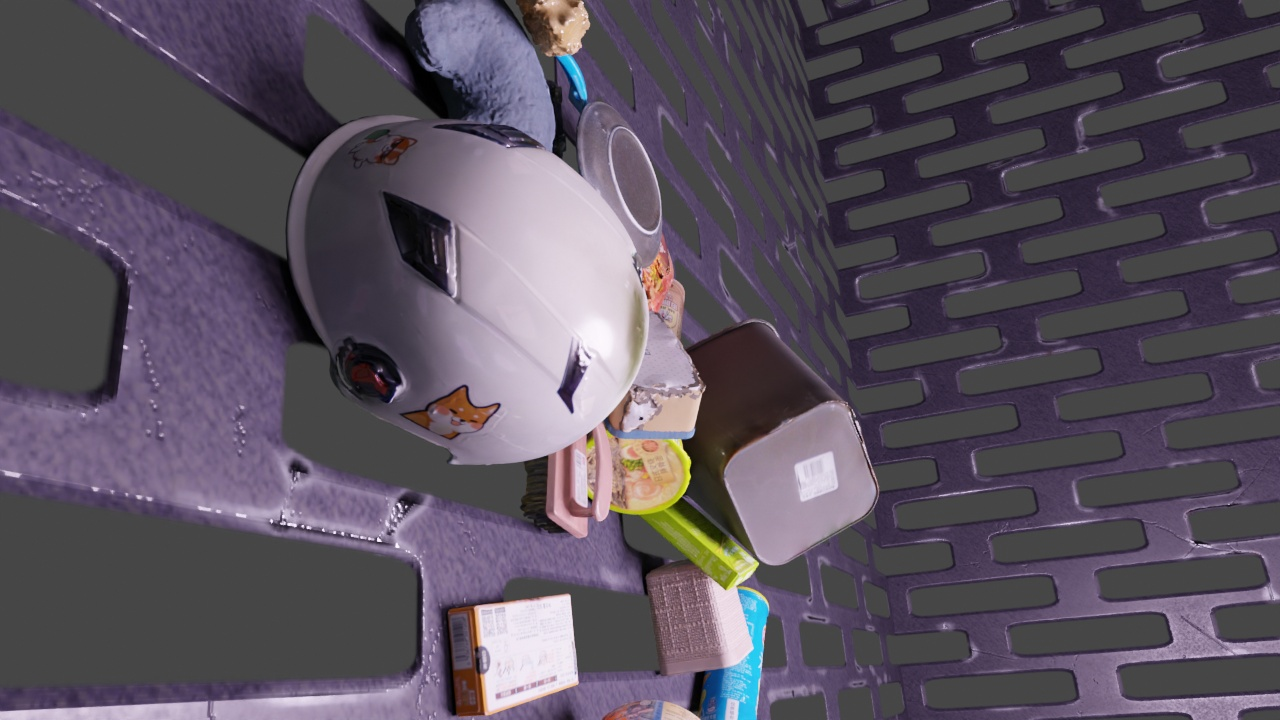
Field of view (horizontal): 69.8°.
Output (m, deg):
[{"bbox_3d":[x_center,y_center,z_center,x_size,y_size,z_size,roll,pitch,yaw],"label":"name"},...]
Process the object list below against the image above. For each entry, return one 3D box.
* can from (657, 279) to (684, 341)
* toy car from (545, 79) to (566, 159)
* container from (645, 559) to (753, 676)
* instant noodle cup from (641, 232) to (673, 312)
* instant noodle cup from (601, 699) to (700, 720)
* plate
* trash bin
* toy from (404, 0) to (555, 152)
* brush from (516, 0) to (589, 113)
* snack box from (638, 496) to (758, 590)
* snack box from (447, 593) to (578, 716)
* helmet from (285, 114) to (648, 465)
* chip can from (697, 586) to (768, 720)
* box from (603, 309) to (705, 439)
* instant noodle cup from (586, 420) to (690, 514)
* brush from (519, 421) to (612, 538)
[{"bbox_3d":[0.022,-0.047,1.124,0.116,0.059,0.058,-82,152,-43],"label":"can"},{"bbox_3d":[-0.099,-0.243,0.938,0.034,0.043,0.090,120,-35,-79],"label":"toy car"},{"bbox_3d":[0.063,0.278,1.016,0.089,0.090,0.111,8,68,-68],"label":"container"},{"bbox_3d":[-0.028,-0.140,1.015,0.164,0.079,0.189,-62,135,-59],"label":"instant noodle cup"},{"bbox_3d":[0.004,0.358,0.745,0.111,0.151,0.151,-43,120,-76],"label":"instant noodle cup"},{"bbox_3d":[-0.012,-0.182,0.943,0.179,0.024,0.179,37,47,-53],"label":"plate"},{"bbox_3d":[0.135,0.091,1.025,0.199,0.198,0.220,65,-9,-24],"label":"trash bin"},{"bbox_3d":[-0.137,-0.227,0.770,0.137,0.092,0.356,-25,101,-50],"label":"toy"},{"bbox_3d":[-0.070,-0.280,0.828,0.083,0.046,0.254,52,-1,7],"label":"brush"},{"bbox_3d":[0.051,0.181,0.983,0.156,0.026,0.085,39,10,19],"label":"snack box"},{"bbox_3d":[-0.094,0.225,0.713,0.153,0.026,0.075,25,55,-66],"label":"snack box"},{"bbox_3d":[-0.088,-0.050,0.630,0.274,0.157,0.229,57,44,-36],"label":"helmet"},{"bbox_3d":[0.112,0.378,1.115,0.209,0.071,0.071,-72,144,-53],"label":"chip can"},{"bbox_3d":[-0.005,0.005,0.894,0.184,0.089,0.061,-117,-146,-59],"label":"box"},{"bbox_3d":[-0.004,0.074,0.934,0.123,0.112,0.112,-84,154,-56],"label":"instant noodle cup"},{"bbox_3d":[-0.062,0.079,0.814,0.063,0.073,0.145,49,33,-51],"label":"brush"}]
